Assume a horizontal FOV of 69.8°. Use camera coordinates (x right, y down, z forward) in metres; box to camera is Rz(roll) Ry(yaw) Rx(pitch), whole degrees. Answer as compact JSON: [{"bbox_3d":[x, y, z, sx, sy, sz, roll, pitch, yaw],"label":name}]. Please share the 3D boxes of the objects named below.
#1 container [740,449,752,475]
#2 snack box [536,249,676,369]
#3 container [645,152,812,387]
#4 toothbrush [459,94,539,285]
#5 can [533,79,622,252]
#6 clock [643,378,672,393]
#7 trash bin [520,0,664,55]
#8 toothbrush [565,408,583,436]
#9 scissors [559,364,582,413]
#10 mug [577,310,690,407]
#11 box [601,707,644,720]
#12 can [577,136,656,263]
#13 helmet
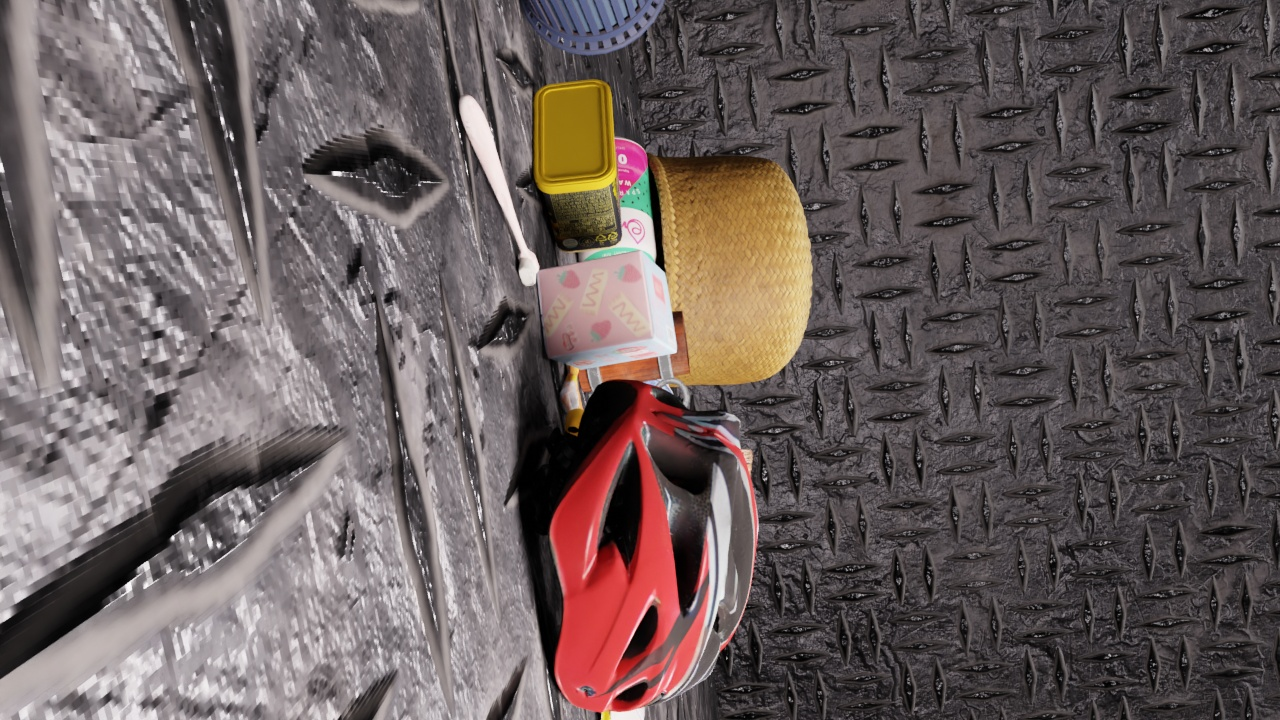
[{"bbox_3d":[0.059,0.172,1.153,0.199,0.114,0.112,121,-24,-75],"label":"container"},{"bbox_3d":[-0.027,-0.041,0.792,0.093,0.095,0.079,23,57,-74],"label":"snack box"},{"bbox_3d":[0.092,-0.112,1.164,0.307,0.196,0.307,177,-89,-82],"label":"container"},{"bbox_3d":[-0.096,-0.112,0.634,0.181,0.016,0.018,77,14,-57],"label":"toothbrush"},{"bbox_3d":[-0.057,-0.182,0.873,0.101,0.072,0.130,80,5,-58],"label":"can"},{"bbox_3d":[-0.008,0.032,1.032,0.052,0.089,0.125,-99,-179,-57],"label":"clock"},{"bbox_3d":[-0.058,-0.356,0.724,0.249,0.139,0.139,22,61,-83],"label":"trash bin"},{"bbox_3d":[-0.044,0.126,0.820,0.031,0.031,0.197,-110,-169,-59],"label":"toothbrush"},{"bbox_3d":[-0.064,0.006,0.856,0.128,0.011,0.125,-82,163,-65],"label":"scissors"},{"bbox_3d":[-0.006,0.006,0.951,0.081,0.111,0.117,41,42,-83],"label":"mug"},{"bbox_3d":[-0.017,0.331,0.896,0.210,0.023,0.127,78,5,-53],"label":"box"},{"bbox_3d":[-0.030,-0.169,1.051,0.088,0.088,0.165,71,13,-67],"label":"can"},{"bbox_3d":[0.002,0.146,0.698,0.217,0.167,0.272,-75,171,-58],"label":"helmet"}]
